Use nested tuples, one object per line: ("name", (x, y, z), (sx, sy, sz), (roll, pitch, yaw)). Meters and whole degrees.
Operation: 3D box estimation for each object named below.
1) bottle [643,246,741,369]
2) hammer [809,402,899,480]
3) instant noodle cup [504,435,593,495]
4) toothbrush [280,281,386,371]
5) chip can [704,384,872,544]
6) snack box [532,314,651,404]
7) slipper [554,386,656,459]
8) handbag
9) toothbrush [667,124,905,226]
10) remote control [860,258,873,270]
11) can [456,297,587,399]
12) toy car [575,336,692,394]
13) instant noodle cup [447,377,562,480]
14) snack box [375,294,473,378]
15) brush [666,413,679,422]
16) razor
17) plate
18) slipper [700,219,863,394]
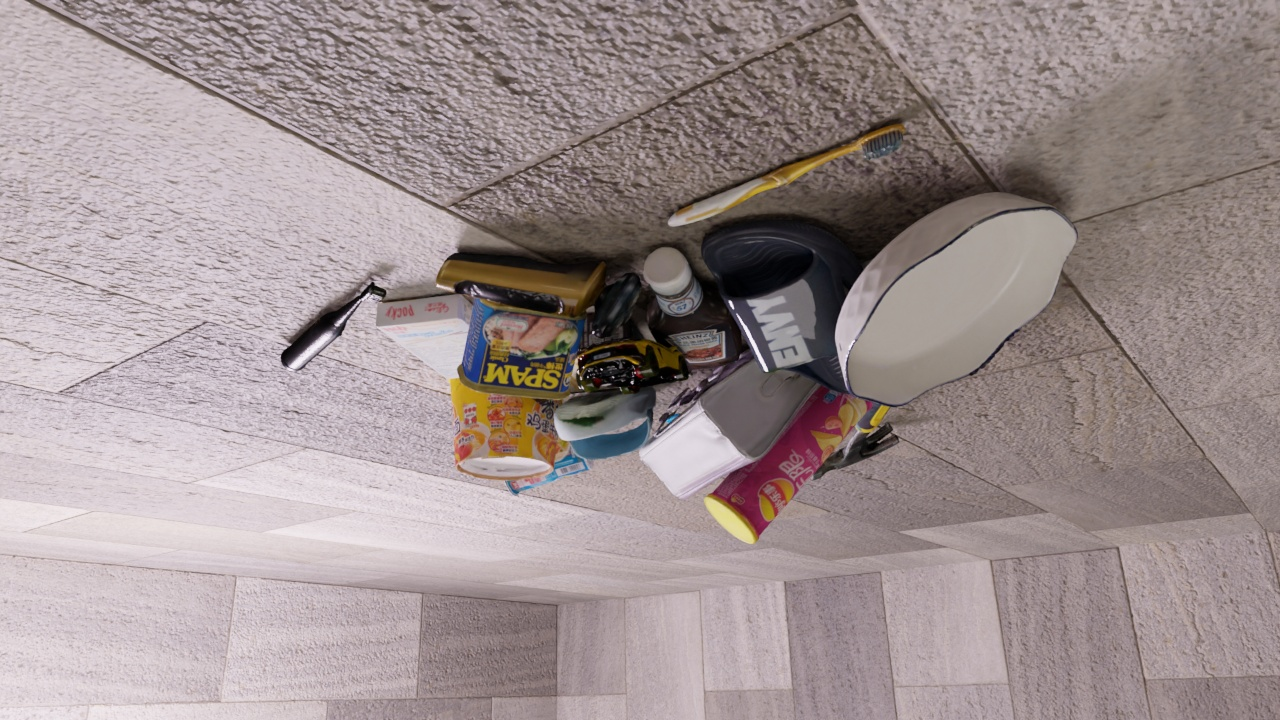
("bottle", (0.043, -0.044, 0.828), (0.080, 0.044, 0.195), (-7, 158, 13))
("hammer", (0.287, 0.072, 1.144), (0.126, 0.032, 0.324), (-19, 156, -8))
("instant noodle cup", (-0.121, 0.118, 1.196), (0.110, 0.099, 0.099), (-11, 159, 6))
("toothbrush", (-0.291, -0.031, 0.864), (0.027, 0.026, 0.213), (27, 147, -30))
("chip can", (0.165, 0.101, 1.006), (0.071, 0.210, 0.071), (40, 162, 16))
("snack box", (-0.060, 0.000, 0.923), (0.126, 0.053, 0.113), (-5, 160, 12))
("slipper", (-0.035, 0.072, 1.014), (0.104, 0.074, 0.245), (-11, 180, 7))
("handbag", (0.093, 0.058, 0.990), (0.144, 0.098, 0.197), (-39, 177, -27))
("toothbrush", (0.096, -0.124, 0.646), (0.192, 0.018, 0.016), (-17, 153, 36))
("remote control", (0.255, -0.064, 0.813), (0.150, 0.021, 0.058), (16, 162, -38))
("can", (-0.105, -0.017, 0.817), (0.102, 0.057, 0.083), (6, 114, -21))
("toy car", (-0.005, 0.005, 0.829), (0.071, 0.041, 0.155), (-14, 170, 21))
("instant noodle cup", (-0.150, 0.070, 1.027), (0.138, 0.109, 0.138), (-1, 159, 0))
("snack box", (-0.184, -0.020, 0.899), (0.085, 0.026, 0.157), (-5, 159, 12))
("brush", (0.132, 0.088, 1.172), (0.254, 0.045, 0.083), (9, 160, -41))
("razor", (-0.084, -0.058, 0.760), (0.167, 0.067, 0.062), (9, 150, -9))
("plate", (0.238, -0.047, 0.714), (0.204, 0.045, 0.205), (-21, 145, -16))
("slipper", (0.152, -0.023, 0.782), (0.111, 0.083, 0.268), (-16, 142, 34))
